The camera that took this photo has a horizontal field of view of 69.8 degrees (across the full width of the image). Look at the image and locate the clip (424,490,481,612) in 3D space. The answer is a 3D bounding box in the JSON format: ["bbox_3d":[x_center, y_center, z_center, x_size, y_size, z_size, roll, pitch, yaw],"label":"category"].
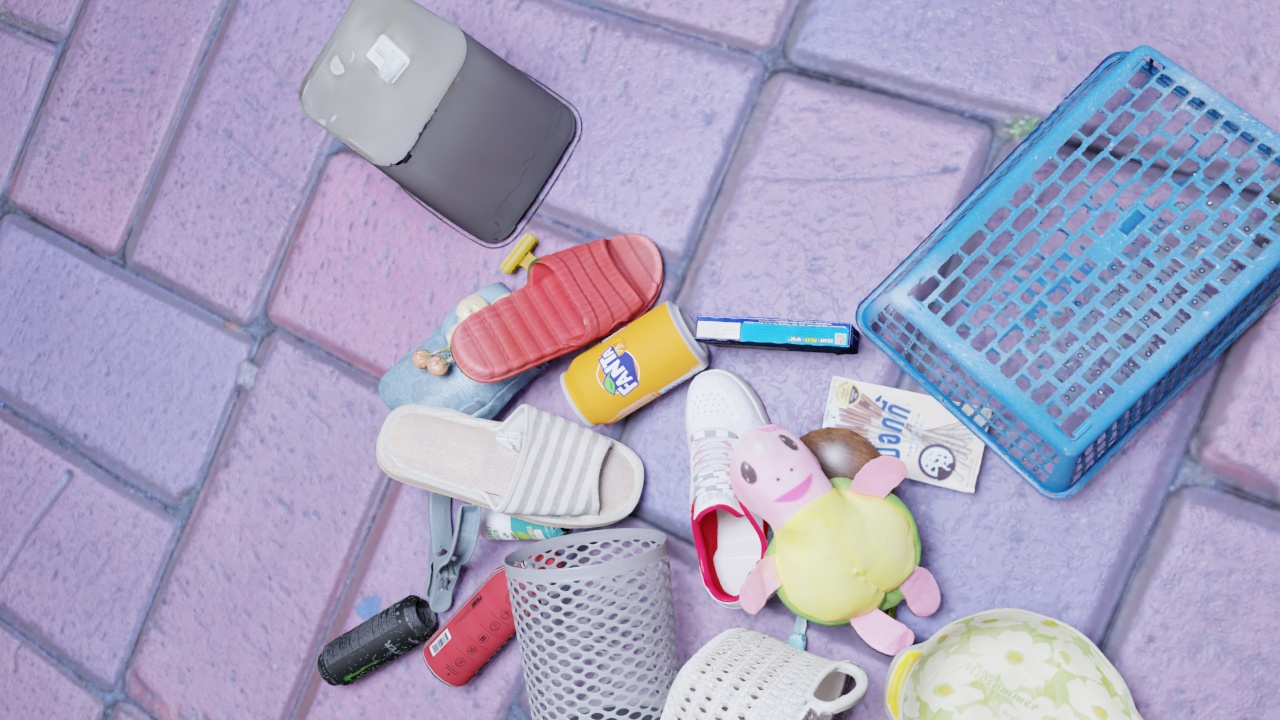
[{"bbox_3d":[-0.196,0.191,0.965,0.030,0.164,0.172,2,88,-25],"label":"clip"}]

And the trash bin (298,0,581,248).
[{"bbox_3d":[-0.213,-0.259,0.970,0.197,0.220,0.197,35,95,19],"label":"trash bin"}]

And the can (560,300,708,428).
[{"bbox_3d":[-0.006,0.006,0.944,0.143,0.079,0.079,-32,75,12],"label":"can"}]

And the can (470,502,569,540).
[{"bbox_3d":[-0.127,0.164,0.979,0.102,0.055,0.055,-3,82,18],"label":"can"}]

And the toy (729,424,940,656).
[{"bbox_3d":[0.169,0.160,0.825,0.238,0.087,0.190,45,95,-2],"label":"toy"}]

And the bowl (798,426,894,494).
[{"bbox_3d":[0.186,0.122,0.874,0.102,0.026,0.114,-25,93,26],"label":"bowl"}]

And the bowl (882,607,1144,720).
[{"bbox_3d":[0.325,0.310,0.805,0.219,0.060,0.188,15,89,16],"label":"bowl"}]

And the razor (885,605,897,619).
[{"bbox_3d":[0.194,0.218,0.883,0.106,0.026,0.042,9,89,23],"label":"razor"}]

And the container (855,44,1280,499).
[{"bbox_3d":[0.400,-0.090,0.800,0.362,0.089,0.257,-46,72,4],"label":"container"}]

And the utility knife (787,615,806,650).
[{"bbox_3d":[0.148,0.295,0.890,0.022,0.015,0.147,10,89,19],"label":"utility knife"}]

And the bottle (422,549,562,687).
[{"bbox_3d":[-0.152,0.264,0.971,0.177,0.062,0.062,-47,72,8],"label":"bottle"}]

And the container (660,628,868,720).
[{"bbox_3d":[0.093,0.361,0.808,0.143,0.184,0.252,23,105,28],"label":"container"}]

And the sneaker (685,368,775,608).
[{"bbox_3d":[0.082,0.121,0.888,0.090,0.104,0.236,-7,81,17],"label":"sneaker"}]

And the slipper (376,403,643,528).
[{"bbox_3d":[-0.129,0.101,0.927,0.272,0.054,0.114,11,68,-8],"label":"slipper"}]

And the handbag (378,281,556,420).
[{"bbox_3d":[-0.191,0.005,0.986,0.192,0.118,0.121,-39,75,3],"label":"handbag"}]

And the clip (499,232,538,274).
[{"bbox_3d":[-0.128,-0.113,1.028,0.054,0.048,0.046,-50,47,5],"label":"clip"}]

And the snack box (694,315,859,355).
[{"bbox_3d":[0.135,-0.025,0.899,0.150,0.082,0.027,3,86,18],"label":"snack box"}]

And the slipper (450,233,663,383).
[{"bbox_3d":[-0.077,-0.061,0.934,0.248,0.059,0.103,-31,77,-20],"label":"slipper"}]

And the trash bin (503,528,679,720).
[{"bbox_3d":[-0.040,0.269,0.877,0.157,0.156,0.183,-7,91,17],"label":"trash bin"}]

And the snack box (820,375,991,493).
[{"bbox_3d":[0.250,0.070,0.878,0.150,0.026,0.082,13,88,20],"label":"snack box"}]

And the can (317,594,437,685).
[{"bbox_3d":[-0.291,0.311,1.017,0.138,0.054,0.054,-32,75,13],"label":"can"}]
